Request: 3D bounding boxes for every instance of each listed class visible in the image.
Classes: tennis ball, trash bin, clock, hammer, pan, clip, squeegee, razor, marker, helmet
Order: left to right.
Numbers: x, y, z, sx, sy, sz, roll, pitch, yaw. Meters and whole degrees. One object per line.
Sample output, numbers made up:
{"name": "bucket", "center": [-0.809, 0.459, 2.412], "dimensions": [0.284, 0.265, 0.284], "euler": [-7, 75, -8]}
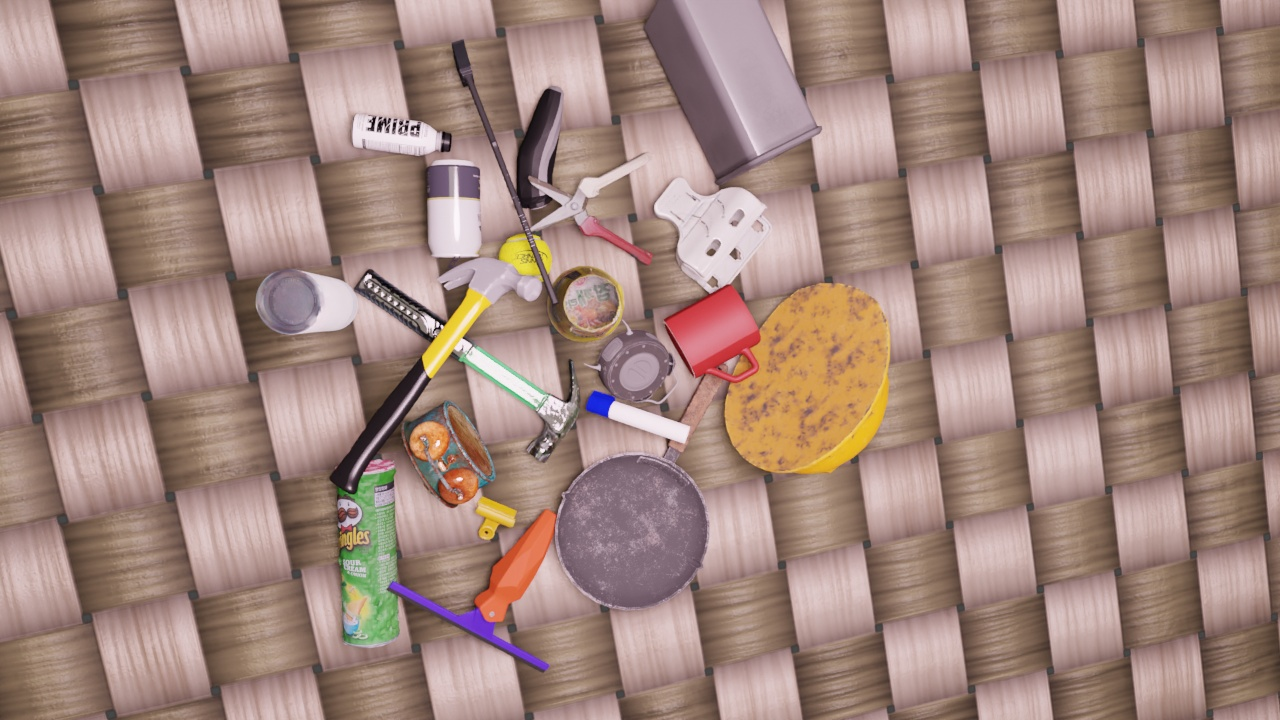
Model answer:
{"name": "hammer", "center": [-0.253, 0.012, 1.071], "dimensions": [0.127, 0.029, 0.323], "euler": [27, 76, 32]}
{"name": "clock", "center": [-0.236, 0.118, 1.097], "dimensions": [0.073, 0.157, 0.121], "euler": [-30, 99, 1]}
{"name": "hammer", "center": [-0.215, -0.010, 1.154], "dimensions": [0.318, 0.032, 0.130], "euler": [35, 90, -10]}
{"name": "clip", "center": [-0.190, 0.206, 1.178], "dimensions": [0.054, 0.046, 0.048], "euler": [25, 65, -12]}
{"name": "hammer", "center": [-0.157, -0.218, 1.077], "dimensions": [0.015, 0.095, 0.325], "euler": [-21, 85, -7]}
{"name": "squeegee", "center": [-0.162, 0.272, 1.166], "dimensions": [0.249, 0.055, 0.184], "euler": [37, 80, -25]}
{"name": "tennis ball", "center": [-0.143, -0.124, 1.137], "dimensions": [0.065, 0.065, 0.065], "euler": [-1, 95, -9]}
{"name": "razor", "center": [-0.123, -0.264, 1.137], "dimensions": [0.060, 0.057, 0.156], "euler": [1, 96, -41]}
{"name": "clock", "center": [-0.007, 0.007, 1.173], "dimensions": [0.091, 0.044, 0.122], "euler": [-48, 129, 6]}
{"name": "marker", "center": [-0.003, 0.073, 1.175], "dimensions": [0.133, 0.023, 0.027], "euler": [18, 52, 9]}
{"name": "pan", "center": [0.025, 0.153, 1.204], "dimensions": [0.207, 0.040, 0.356], "euler": [30, 83, -9]}
{"name": "clip", "center": [0.089, -0.170, 1.166], "dimensions": [0.150, 0.110, 0.126], "euler": [40, 85, -21]}
{"name": "trash bin", "center": [0.104, -0.338, 1.096], "dimensions": [0.097, 0.192, 0.220], "euler": [-28, 97, -6]}
{"name": "helmet", "center": [0.233, 0.044, 1.170], "dimensions": [0.131, 0.206, 0.255], "euler": [39, 71, -45]}

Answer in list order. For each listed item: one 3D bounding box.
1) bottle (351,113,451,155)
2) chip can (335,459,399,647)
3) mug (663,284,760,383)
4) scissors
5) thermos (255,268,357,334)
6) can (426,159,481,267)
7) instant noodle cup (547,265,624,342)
{"name": "bottle", "center": [-0.288, -0.272, 1.113], "dimensions": [0.116, 0.041, 0.041], "euler": [6, 94, -10]}
{"name": "chip can", "center": [-0.336, 0.239, 1.135], "dimensions": [0.075, 0.075, 0.223], "euler": [-1, 96, -9]}
{"name": "mug", "center": [0.098, -0.023, 1.167], "dimensions": [0.096, 0.080, 0.116], "euler": [-29, 77, -2]}
{"name": "scissors", "center": [-0.047, -0.200, 1.149], "dimensions": [0.199, 0.015, 0.179], "euler": [34, 76, -28]}
{"name": "thermos", "center": [-0.365, -0.064, 1.022], "dimensions": [0.068, 0.230, 0.068], "euler": [0, 93, -8]}
{"name": "can", "center": [-0.227, -0.177, 1.119], "dimensions": [0.064, 0.064, 0.127], "euler": [-1, 95, -9]}
{"name": "instant noodle cup", "center": [-0.063, -0.070, 1.133], "dimensions": [0.102, 0.108, 0.102], "euler": [0, 93, -8]}
